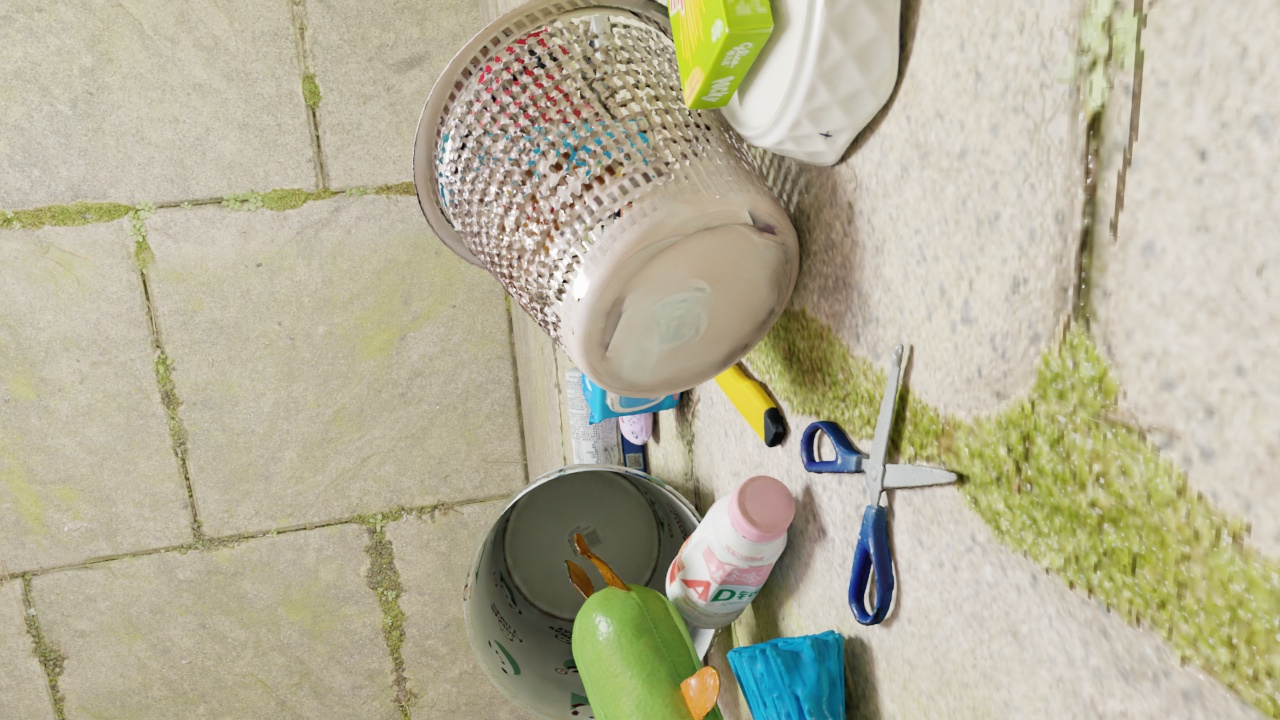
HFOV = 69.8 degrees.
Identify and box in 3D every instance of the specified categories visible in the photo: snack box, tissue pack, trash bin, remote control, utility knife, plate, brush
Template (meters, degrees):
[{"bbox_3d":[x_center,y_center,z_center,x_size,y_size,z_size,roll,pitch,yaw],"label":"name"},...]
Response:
[{"bbox_3d":[0.032,-0.223,0.482,0.086,0.026,0.156,136,126,-77],"label":"snack box"},{"bbox_3d":[-0.005,0.005,0.848,0.157,0.095,0.052,96,157,-48],"label":"tissue pack"},{"bbox_3d":[-0.022,0.063,1.118,0.084,0.026,0.157,-157,60,-75],"label":"snack box"},{"bbox_3d":[-0.053,0.206,0.918,0.252,0.229,0.229,174,88,-83],"label":"trash bin"},{"bbox_3d":[-0.052,-0.325,1.044,0.150,0.021,0.058,118,143,-71],"label":"remote control"},{"bbox_3d":[0.064,0.004,0.704,0.219,0.015,0.033,-123,27,-59],"label":"utility knife"},{"bbox_3d":[0.073,-0.203,0.475,0.205,0.045,0.205,172,91,-77],"label":"plate"},{"bbox_3d":[0.092,0.257,0.657,0.315,0.060,0.109,109,148,-70],"label":"brush"},{"bbox_3d":[-0.010,-0.091,0.589,0.192,0.227,0.228,57,154,38],"label":"trash bin"}]

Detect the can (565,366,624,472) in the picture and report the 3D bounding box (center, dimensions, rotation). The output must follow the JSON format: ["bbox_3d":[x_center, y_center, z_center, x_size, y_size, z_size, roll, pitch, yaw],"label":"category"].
[{"bbox_3d":[-0.052,0.079,1.070,0.058,0.058,0.147,-149,53,-75],"label":"can"}]

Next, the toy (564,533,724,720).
[{"bbox_3d":[0.007,0.248,0.694,0.246,0.089,0.227,63,157,13],"label":"toy"}]

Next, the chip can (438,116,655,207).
[{"bbox_3d":[-0.095,-0.188,0.871,0.071,0.210,0.071,172,91,-78],"label":"chip can"}]

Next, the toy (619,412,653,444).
[{"bbox_3d":[-0.004,0.044,0.999,0.084,0.039,0.108,-129,34,-52],"label":"toy"}]

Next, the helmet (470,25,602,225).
[{"bbox_3d":[-0.134,-0.271,1.088,0.207,0.144,0.240,96,154,-67],"label":"helmet"}]

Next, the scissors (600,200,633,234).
[{"bbox_3d":[-0.022,-0.111,1.050,0.226,0.015,0.188,106,154,-64],"label":"scissors"}]

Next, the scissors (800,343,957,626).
[{"bbox_3d":[0.121,0.067,0.489,0.162,0.012,0.176,-130,35,-69],"label":"scissors"}]

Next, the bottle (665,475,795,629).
[{"bbox_3d":[0.066,0.138,0.662,0.197,0.068,0.068,106,154,-59],"label":"bottle"}]
